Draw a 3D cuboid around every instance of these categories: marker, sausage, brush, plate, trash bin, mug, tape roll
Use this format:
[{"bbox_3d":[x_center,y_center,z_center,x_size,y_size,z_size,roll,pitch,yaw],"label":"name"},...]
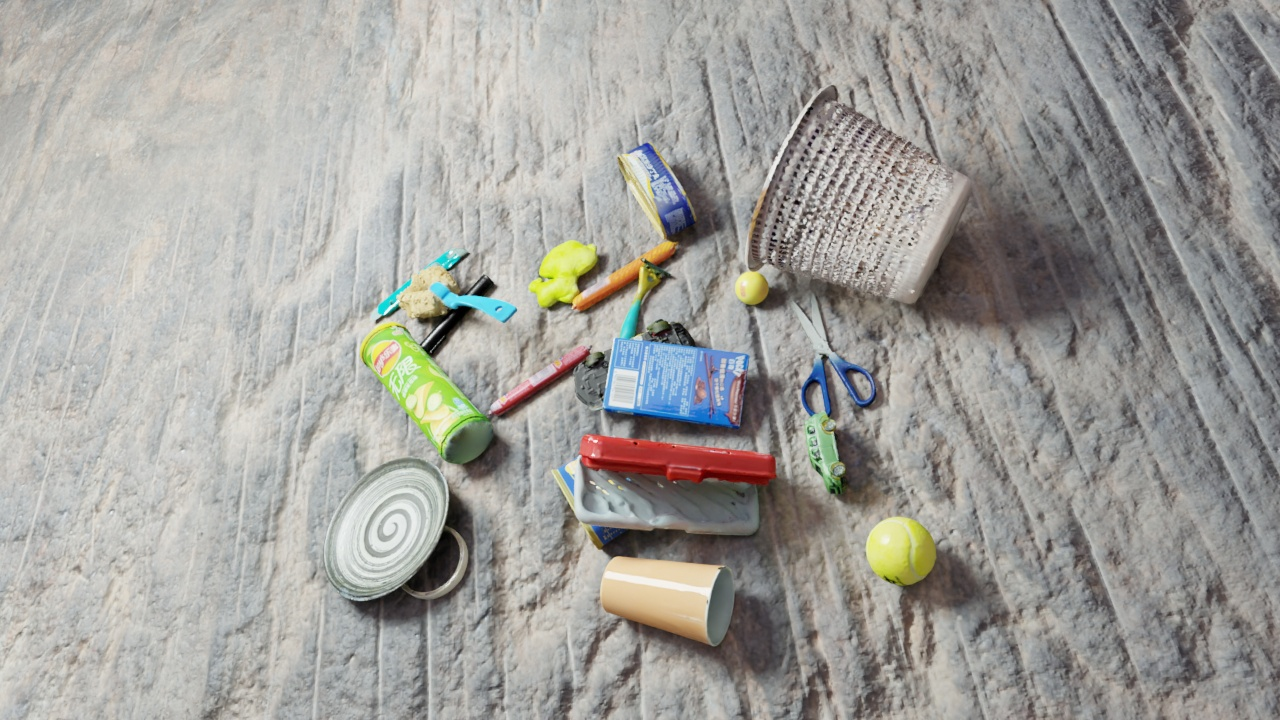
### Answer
[{"bbox_3d":[-0.245,-0.062,1.226,0.022,0.020,0.132,34,75,23],"label":"marker"},{"bbox_3d":[-0.125,0.025,1.136,0.156,0.020,0.020,-33,56,-4],"label":"sausage"},{"bbox_3d":[-0.020,-0.109,1.182,0.165,0.021,0.021,-32,56,-2],"label":"sausage"},{"bbox_3d":[-0.234,-0.077,1.173,0.083,0.046,0.255,-47,35,-22],"label":"brush"},{"bbox_3d":[-0.294,0.197,1.072,0.180,0.024,0.179,-16,50,20],"label":"plate"},{"bbox_3d":[0.252,-0.168,1.032,0.192,0.228,0.227,26,70,15],"label":"trash bin"},{"bbox_3d":[0.026,0.237,0.931,0.123,0.078,0.078,5,62,26],"label":"mug"},{"bbox_3d":[-0.240,0.231,1.052,0.086,0.014,0.085,-8,58,13],"label":"tape roll"}]

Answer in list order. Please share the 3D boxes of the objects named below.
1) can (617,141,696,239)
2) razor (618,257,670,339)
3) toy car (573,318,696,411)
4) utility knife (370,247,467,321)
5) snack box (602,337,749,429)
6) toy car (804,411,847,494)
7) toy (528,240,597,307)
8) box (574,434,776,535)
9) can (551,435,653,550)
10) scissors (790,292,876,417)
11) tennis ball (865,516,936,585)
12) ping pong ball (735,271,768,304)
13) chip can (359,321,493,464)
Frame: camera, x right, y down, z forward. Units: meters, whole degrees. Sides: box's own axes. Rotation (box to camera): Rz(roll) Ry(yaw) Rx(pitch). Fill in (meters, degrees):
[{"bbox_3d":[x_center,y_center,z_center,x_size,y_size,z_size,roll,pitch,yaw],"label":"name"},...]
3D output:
[{"bbox_3d":[0.020,-0.225,1.208,0.049,0.075,0.148,-27,56,-3],"label":"can"},{"bbox_3d":[-0.003,-0.065,1.146,0.028,0.043,0.132,-19,46,56],"label":"razor"},{"bbox_3d":[-0.007,0.006,1.090,0.156,0.041,0.071,-25,77,-1],"label":"toy car"},{"bbox_3d":[-0.311,-0.108,1.279,0.164,0.013,0.029,-40,56,-8],"label":"utility knife"},{"bbox_3d":[0.041,0.026,1.046,0.157,0.026,0.084,8,80,7],"label":"snack box"},{"bbox_3d":[0.198,0.099,0.975,0.036,0.043,0.091,-14,55,6],"label":"toy car"},{"bbox_3d":[-0.103,-0.118,1.208,0.097,0.031,0.100,-11,58,14],"label":"toy"},{"bbox_3d":[0.033,0.134,0.949,0.201,0.095,0.098,7,87,-13],"label":"box"},{"bbox_3d":[-0.038,0.144,1.015,0.083,0.057,0.102,-31,56,-5],"label":"can"},{"bbox_3d":[0.202,-0.003,1.054,0.141,0.012,0.171,-44,56,-11],"label":"scissors"},{"bbox_3d":[0.253,0.185,0.892,0.065,0.065,0.065,-8,58,13],"label":"tennis ball"},{"bbox_3d":[0.135,-0.088,1.108,0.040,0.040,0.040,-8,58,13],"label":"ping pong ball"},{"bbox_3d":[-0.267,0.040,1.141,0.072,0.072,0.221,-42,57,-10],"label":"chip can"}]
